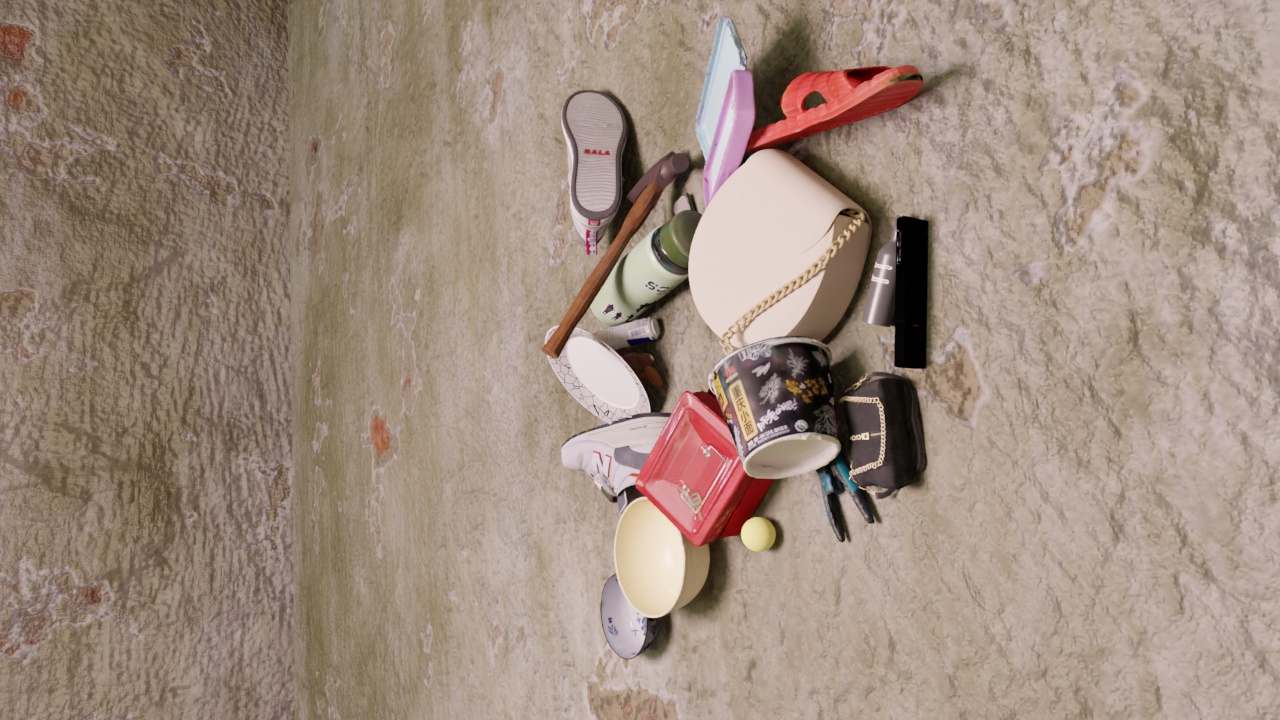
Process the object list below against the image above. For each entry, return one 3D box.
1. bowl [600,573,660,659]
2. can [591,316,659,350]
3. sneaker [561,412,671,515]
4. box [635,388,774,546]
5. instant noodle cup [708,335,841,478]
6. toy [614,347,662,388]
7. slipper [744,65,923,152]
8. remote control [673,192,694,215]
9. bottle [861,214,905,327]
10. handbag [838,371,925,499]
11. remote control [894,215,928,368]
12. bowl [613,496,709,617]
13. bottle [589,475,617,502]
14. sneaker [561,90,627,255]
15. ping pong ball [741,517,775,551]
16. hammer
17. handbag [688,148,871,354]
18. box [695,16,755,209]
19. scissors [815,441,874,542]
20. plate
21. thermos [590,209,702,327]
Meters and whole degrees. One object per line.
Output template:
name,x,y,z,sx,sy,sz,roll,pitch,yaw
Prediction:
bowl,-0.006,0.346,1.255,0.114,0.045,0.114,-7,82,54
can,-0.021,-0.035,1.285,0.095,0.032,0.032,-15,73,21
sneaker,-0.027,0.153,1.264,0.240,0.088,0.124,-27,64,46
box,0.093,0.125,1.107,0.134,0.110,0.158,46,121,32
instant noodle cup,0.150,0.057,0.977,0.138,0.137,0.112,-43,46,44
toy,-0.008,0.008,1.288,0.102,0.041,0.054,3,51,45
slipper,0.196,-0.278,0.977,0.249,0.103,0.059,-5,100,61
remote control,0.071,-0.158,1.217,0.033,0.013,0.136,-40,55,47
bottle,0.255,-0.093,0.940,0.030,0.030,0.113,26,108,52
handbag,0.241,0.077,0.937,0.079,0.054,0.128,159,107,-64
remote control,0.269,-0.067,0.914,0.013,0.034,0.150,-2,86,54
bowl,0.038,0.249,1.176,0.151,0.075,0.150,-7,82,55
bottle,-0.059,0.172,1.361,0.106,0.025,0.025,45,123,46
sneaker,-0.071,-0.286,1.374,0.129,0.096,0.262,104,164,-60
ping pong ball,0.138,0.203,1.071,0.040,0.040,0.040,-7,82,54
hammer,-0.036,-0.141,1.211,0.322,0.033,0.115,-59,16,-15
handbag,0.144,-0.116,1.036,0.210,0.103,0.209,51,123,41
box,0.097,-0.285,1.096,0.214,0.035,0.150,104,159,-67
scissors,0.209,0.128,0.996,0.124,0.019,0.148,11,94,55
plate,-0.057,0.021,1.294,0.188,0.016,0.189,31,148,22
thermos,0.016,-0.123,1.222,0.232,0.082,0.082,-36,59,55
